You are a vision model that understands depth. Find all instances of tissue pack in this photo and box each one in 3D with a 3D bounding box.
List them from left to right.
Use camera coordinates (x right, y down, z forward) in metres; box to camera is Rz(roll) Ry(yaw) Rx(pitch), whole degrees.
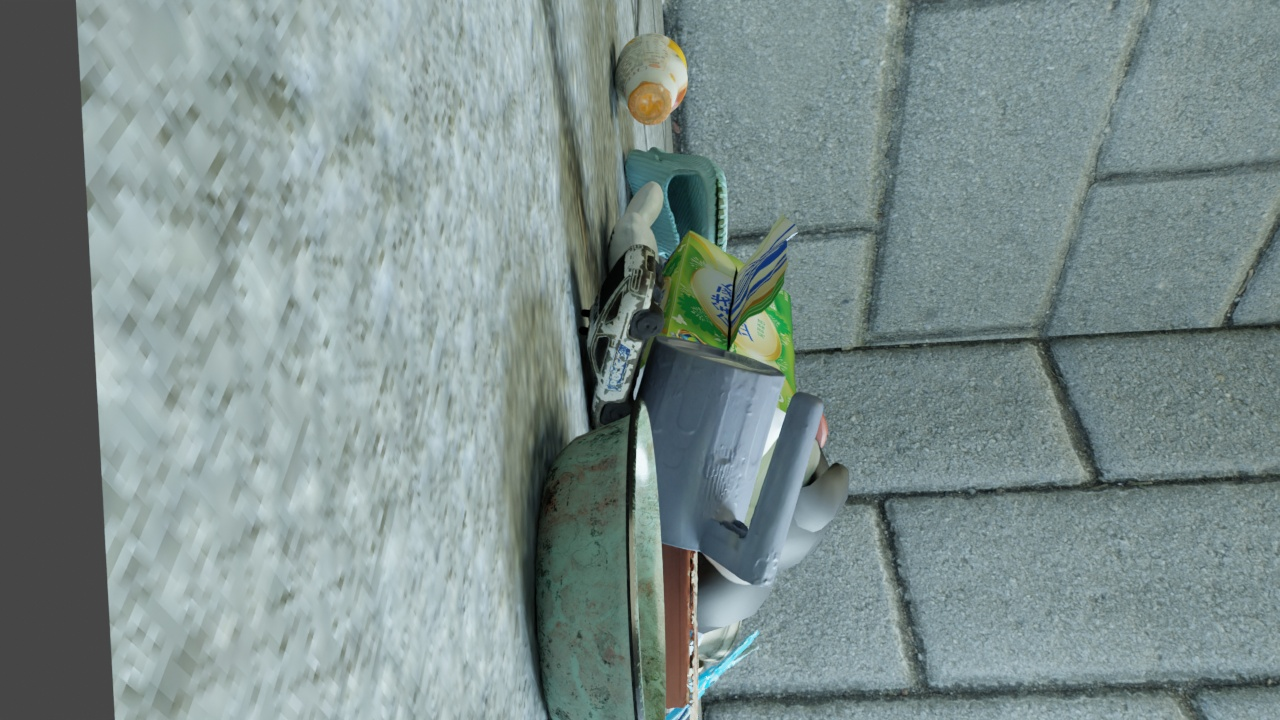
[{"bbox_3d":[0.066,-0.030,0.651,0.142,0.120,0.197,-53,-162,28],"label":"tissue pack"}]

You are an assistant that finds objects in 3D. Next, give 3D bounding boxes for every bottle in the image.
[{"bbox_3d":[0.009,-0.238,0.786,0.108,0.063,0.063,-88,173,-54],"label":"bottle"}]

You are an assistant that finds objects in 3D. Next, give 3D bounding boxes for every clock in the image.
[{"bbox_3d":[0.043,0.242,0.842,0.093,0.054,0.141,33,-74,67],"label":"clock"}]

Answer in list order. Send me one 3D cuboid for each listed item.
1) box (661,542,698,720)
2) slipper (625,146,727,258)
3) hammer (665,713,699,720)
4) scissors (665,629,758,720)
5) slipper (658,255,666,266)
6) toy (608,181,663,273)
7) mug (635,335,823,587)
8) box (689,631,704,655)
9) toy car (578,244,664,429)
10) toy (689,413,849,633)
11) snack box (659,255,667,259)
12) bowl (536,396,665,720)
[{"bbox_3d":[0.008,0.156,0.541,0.077,0.054,0.186,-57,-164,33],"label":"box"},{"bbox_3d":[0.021,-0.148,0.884,0.276,0.069,0.116,-124,-154,-66],"label":"slipper"},{"bbox_3d":[0.027,0.394,0.773,0.305,0.040,0.132,50,40,-82],"label":"hammer"},{"bbox_3d":[0.055,0.289,0.808,0.013,0.140,0.113,40,-44,34],"label":"scissors"},{"bbox_3d":[0.026,-0.015,0.916,0.222,0.056,0.106,82,8,-61],"label":"slipper"},{"bbox_3d":[-0.005,-0.071,0.648,0.125,0.037,0.076,-83,178,-51],"label":"toy"},{"bbox_3d":[0.043,0.052,0.515,0.124,0.083,0.104,26,-77,51],"label":"mug"},{"bbox_3d":[0.028,0.155,0.812,0.213,0.062,0.140,-88,177,-51],"label":"box"},{"bbox_3d":[-0.014,-0.009,0.494,0.048,0.040,0.113,-88,-169,-51],"label":"toy car"},{"bbox_3d":[0.066,0.134,0.686,0.183,0.159,0.140,-45,123,-47],"label":"toy"},{"bbox_3d":[0.042,-0.101,0.972,0.150,0.026,0.081,128,-34,-52],"label":"snack box"},{"bbox_3d":[-0.014,0.095,0.380,0.157,0.038,0.157,-1,88,-86],"label":"bowl"}]
